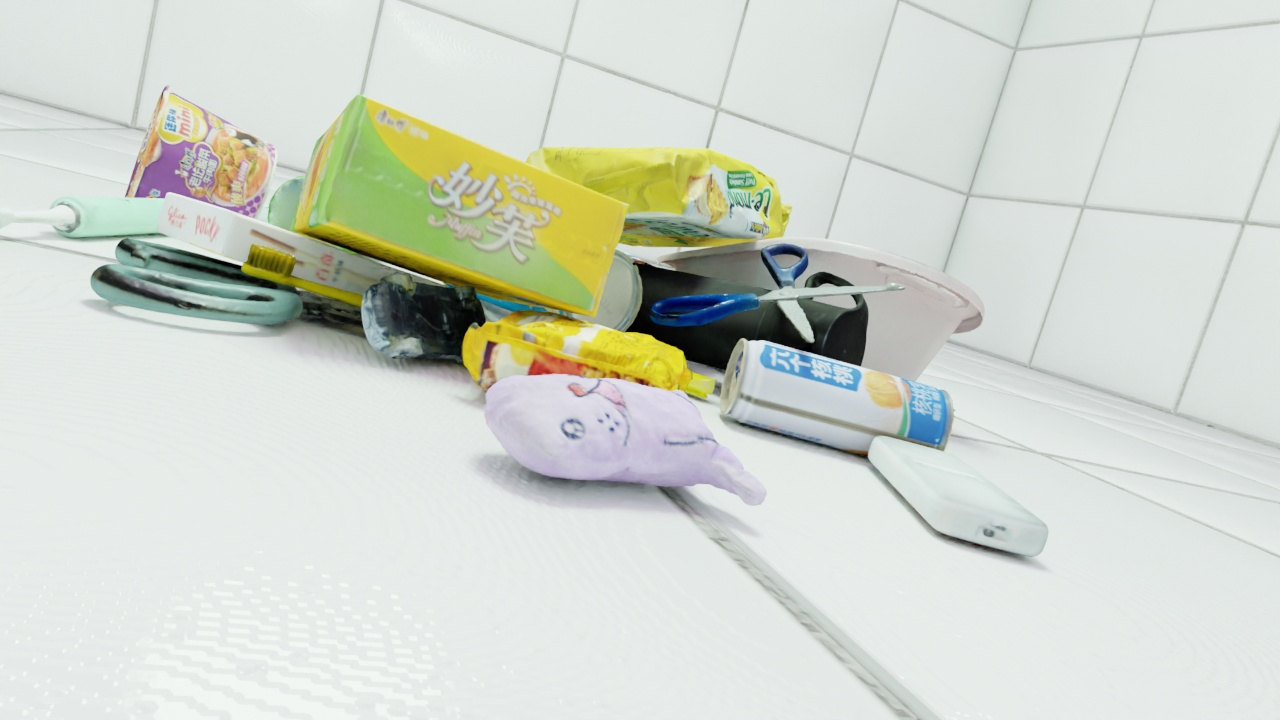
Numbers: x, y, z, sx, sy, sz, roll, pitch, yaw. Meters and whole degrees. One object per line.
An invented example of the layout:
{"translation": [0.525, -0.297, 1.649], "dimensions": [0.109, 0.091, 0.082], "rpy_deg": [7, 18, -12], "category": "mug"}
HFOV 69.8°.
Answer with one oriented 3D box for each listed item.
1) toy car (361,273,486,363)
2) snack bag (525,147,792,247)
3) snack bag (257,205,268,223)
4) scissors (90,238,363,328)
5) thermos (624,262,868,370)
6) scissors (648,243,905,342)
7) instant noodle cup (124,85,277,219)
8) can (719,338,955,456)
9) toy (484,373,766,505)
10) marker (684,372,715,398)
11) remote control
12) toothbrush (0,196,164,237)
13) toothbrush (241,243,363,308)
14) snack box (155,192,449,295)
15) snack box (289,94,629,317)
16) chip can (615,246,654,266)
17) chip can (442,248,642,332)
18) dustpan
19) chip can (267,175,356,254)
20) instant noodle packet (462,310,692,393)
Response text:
{"translation": [-0.116, -0.020, 0.494], "dimensions": [0.034, 0.043, 0.090], "rpy_deg": [-11, -7, 25], "category": "toy car"}
{"translation": [0.012, -0.136, 0.762], "dimensions": [0.158, 0.068, 0.246], "rpy_deg": [2, 3, 28], "category": "snack bag"}
{"translation": [-0.361, -0.134, 0.862], "dimensions": [0.104, 0.026, 0.048], "rpy_deg": [12, 21, -20], "category": "snack bag"}
{"translation": [-0.229, -0.042, 0.509], "dimensions": [0.181, 0.019, 0.170], "rpy_deg": [20, 9, 35], "category": "scissors"}
{"translation": [0.057, -0.038, 0.705], "dimensions": [0.243, 0.089, 0.068], "rpy_deg": [15, -29, 39], "category": "thermos"}
{"translation": [0.092, -0.047, 0.624], "dimensions": [0.173, 0.012, 0.162], "rpy_deg": [-4, 27, 22], "category": "scissors"}
{"translation": [-0.373, -0.162, 0.784], "dimensions": [0.099, 0.111, 0.111], "rpy_deg": [21, 4, -33], "category": "instant noodle cup"}
{"translation": [0.120, 0.027, 0.571], "dimensions": [0.134, 0.053, 0.053], "rpy_deg": [15, 8, -4], "category": "can"}
{"translation": [-0.010, 0.030, 0.362], "dimensions": [0.108, 0.039, 0.084], "rpy_deg": [12, 20, -32], "category": "toy"}
{"translation": [-0.004, 0.004, 0.643], "dimensions": [0.124, 0.015, 0.018], "rpy_deg": [17, 7, 29], "category": "marker"}
{"translation": [0.161, 0.068, 0.483], "dimensions": [0.056, 0.020, 0.136], "rpy_deg": [14, 8, -3], "category": "remote control"}
{"translation": [-0.354, -0.093, 0.595], "dimensions": [0.027, 0.026, 0.224], "rpy_deg": [36, 6, -8], "category": "toothbrush"}
{"translation": [-0.132, -0.029, 0.533], "dimensions": [0.190, 0.016, 0.016], "rpy_deg": [19, 7, -33], "category": "toothbrush"}
{"translation": [-0.204, -0.062, 0.571], "dimensions": [0.085, 0.027, 0.156], "rpy_deg": [18, 0, 38], "category": "snack box"}
{"translation": [-0.122, -0.087, 0.564], "dimensions": [0.157, 0.070, 0.210], "rpy_deg": [18, -1, -25], "category": "snack box"}
{"translation": [-0.014, -0.071, 0.927], "dimensions": [0.071, 0.071, 0.214], "rpy_deg": [13, 9, -16], "category": "chip can"}
{"translation": [-0.088, -0.069, 0.731], "dimensions": [0.071, 0.071, 0.210], "rpy_deg": [9, 8, -39], "category": "chip can"}
{"translation": [0.173, -0.065, 0.834], "dimensions": [0.222, 0.139, 0.273], "rpy_deg": [19, 20, -27], "category": "dustpan"}
{"translation": [-0.269, -0.129, 0.832], "dimensions": [0.072, 0.072, 0.221], "rpy_deg": [15, 8, -5], "category": "chip can"}
{"translation": [-0.028, 0.003, 0.491], "dimensions": [0.111, 0.044, 0.128], "rpy_deg": [17, 8, 4], "category": "instant noodle packet"}
